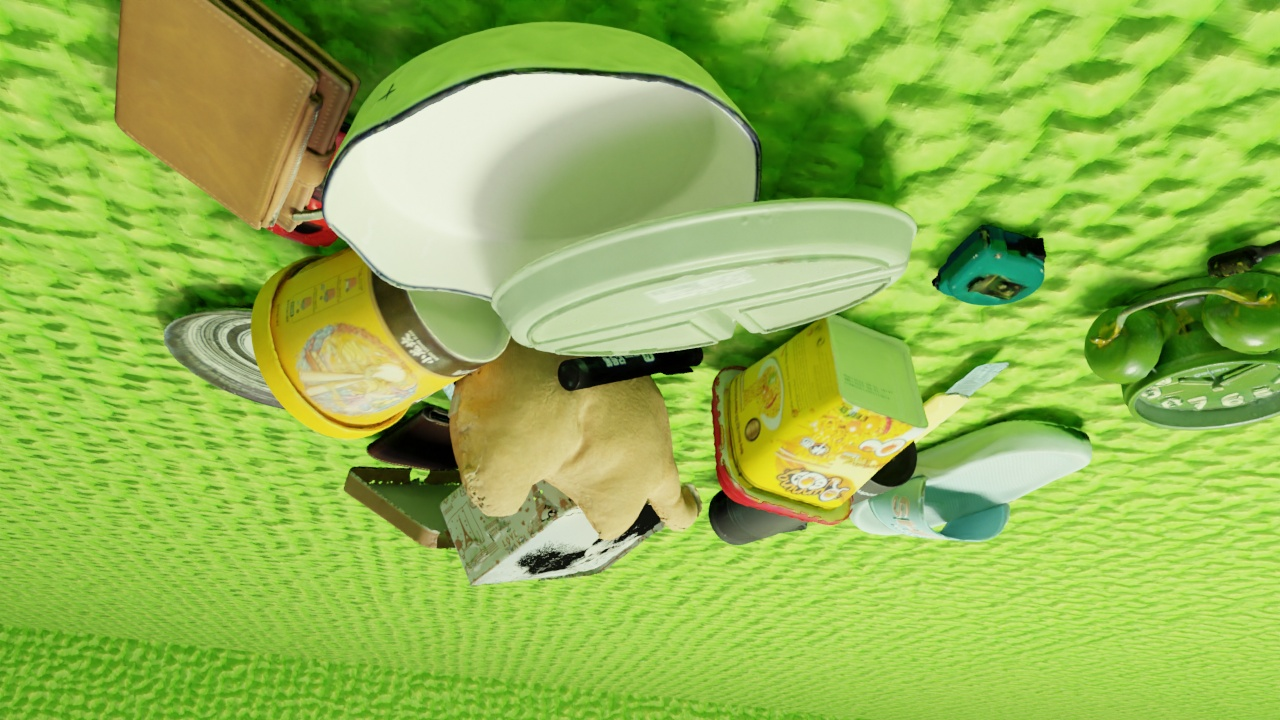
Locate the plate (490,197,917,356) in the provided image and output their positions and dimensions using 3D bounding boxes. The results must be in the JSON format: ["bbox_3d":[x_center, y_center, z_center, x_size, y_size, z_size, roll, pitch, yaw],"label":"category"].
[{"bbox_3d":[0.035,-0.036,0.501,0.230,0.027,0.230,-10,171,-2],"label":"plate"}]

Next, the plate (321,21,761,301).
[{"bbox_3d":[-0.044,-0.087,0.441,0.205,0.045,0.205,-7,160,-3],"label":"plate"}]

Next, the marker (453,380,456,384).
[{"bbox_3d":[-0.115,0.003,0.704,0.124,0.018,0.015,-19,152,41],"label":"marker"}]

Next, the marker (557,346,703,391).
[{"bbox_3d":[-0.004,0.004,0.617,0.020,0.022,0.131,32,-155,33],"label":"marker"}]

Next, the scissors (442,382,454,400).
[{"bbox_3d":[-0.147,-0.002,0.677,0.131,0.017,0.133,-13,134,10],"label":"scissors"}]

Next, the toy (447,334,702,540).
[{"bbox_3d":[-0.028,0.052,0.643,0.225,0.143,0.083,20,162,-35],"label":"toy"}]

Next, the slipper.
[{"bbox_3d":[0.284,0.119,0.801,0.104,0.074,0.246,15,150,-21],"label":"slipper"}]

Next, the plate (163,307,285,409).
[{"bbox_3d":[-0.274,-0.002,0.719,0.179,0.024,0.180,6,153,3],"label":"plate"}]

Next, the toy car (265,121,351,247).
[{"bbox_3d":[-0.178,-0.096,0.507,0.049,0.031,0.107,20,148,-29],"label":"toy car"}]

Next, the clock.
[{"bbox_3d":[0.343,-0.007,0.560,0.116,0.056,0.161,-21,143,39],"label":"clock"}]

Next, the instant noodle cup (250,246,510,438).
[{"bbox_3d":[-0.151,-0.024,0.559,0.115,0.118,0.118,-22,144,28],"label":"instant noodle cup"}]

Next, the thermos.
[{"bbox_3d":[0.152,0.113,0.823,0.090,0.068,0.243,15,153,-17],"label":"thermos"}]

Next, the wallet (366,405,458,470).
[{"bbox_3d":[-0.190,0.078,0.867,0.096,0.020,0.123,19,150,-35],"label":"wallet"}]

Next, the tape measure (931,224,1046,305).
[{"bbox_3d":[0.205,-0.052,0.531,0.054,0.025,0.058,11,153,-9],"label":"tape measure"}]

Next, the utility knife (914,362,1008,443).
[{"bbox_3d":[0.230,0.045,0.723,0.031,0.021,0.209,7,160,-6],"label":"utility knife"}]

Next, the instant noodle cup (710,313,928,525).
[{"bbox_3d":[0.125,0.039,0.642,0.116,0.115,0.124,18,139,-23],"label":"instant noodle cup"}]

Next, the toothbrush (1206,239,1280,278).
[{"bbox_3d":[0.391,-0.079,0.441,0.213,0.027,0.026,-21,106,41],"label":"toothbrush"}]

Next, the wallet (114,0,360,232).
[{"bbox_3d":[-0.191,-0.118,0.432,0.119,0.035,0.131,35,144,-15],"label":"wallet"}]

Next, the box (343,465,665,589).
[{"bbox_3d":[-0.107,0.128,0.798,0.272,0.132,0.179,-10,168,34],"label":"box"}]
